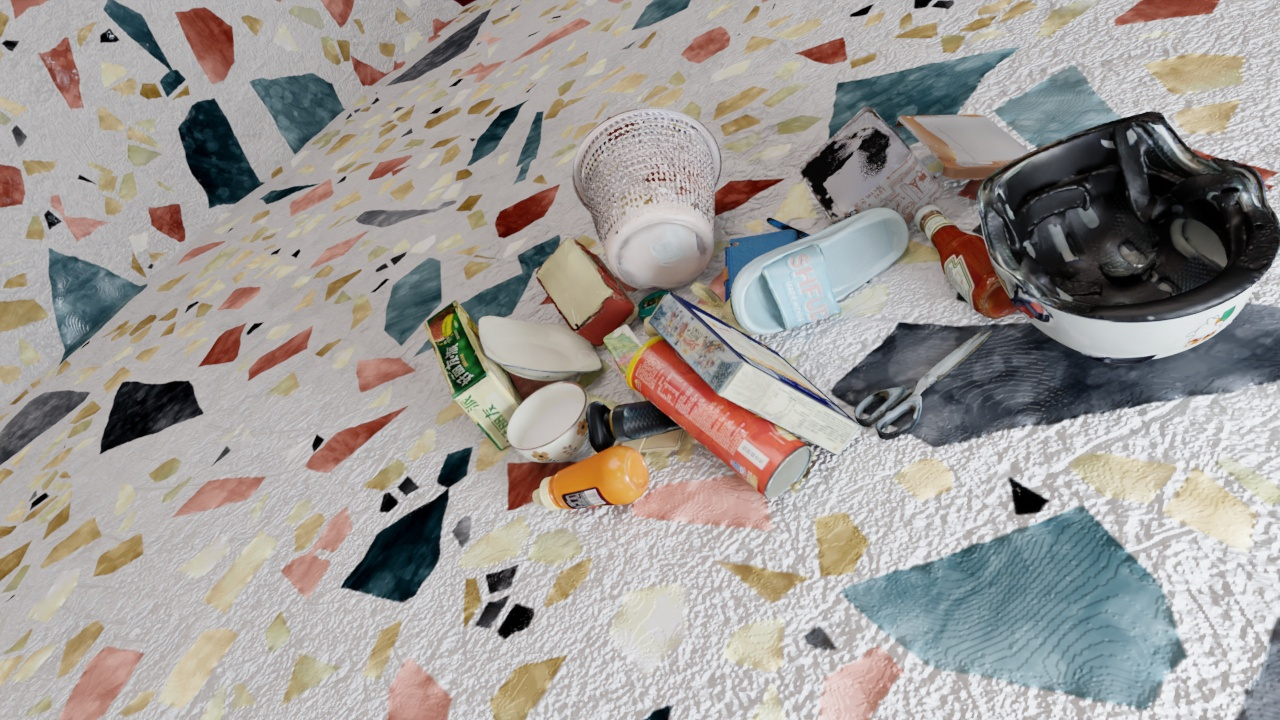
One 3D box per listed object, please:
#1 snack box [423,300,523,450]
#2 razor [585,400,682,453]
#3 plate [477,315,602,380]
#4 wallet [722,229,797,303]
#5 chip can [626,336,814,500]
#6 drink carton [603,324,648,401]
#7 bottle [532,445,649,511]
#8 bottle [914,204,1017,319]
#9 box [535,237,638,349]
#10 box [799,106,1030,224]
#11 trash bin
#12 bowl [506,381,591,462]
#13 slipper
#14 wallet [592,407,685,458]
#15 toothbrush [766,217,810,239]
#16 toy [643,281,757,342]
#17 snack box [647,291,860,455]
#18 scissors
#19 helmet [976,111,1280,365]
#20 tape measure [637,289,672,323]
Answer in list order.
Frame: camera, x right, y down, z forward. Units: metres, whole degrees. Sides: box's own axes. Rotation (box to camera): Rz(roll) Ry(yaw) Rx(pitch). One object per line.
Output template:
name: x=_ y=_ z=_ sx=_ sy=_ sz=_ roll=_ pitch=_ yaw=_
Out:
snack box: x=-0.229 y=0.015 z=1.288 sx=0.063 sy=0.114 sz=0.240 roll=-36 pitch=35 yaw=-2
razor: x=0.021 y=0.065 z=1.065 sx=0.167 sy=0.062 sz=0.067 roll=-11 pitch=-5 yaw=5
plate: x=-0.143 y=-0.011 z=1.273 sx=0.164 sy=0.034 sz=0.163 roll=5 pitch=24 yaw=-18
wallet: x=0.162 y=-0.122 z=1.230 sx=0.106 sy=0.040 sz=0.132 roll=-11 pitch=39 yaw=13
chip can: x=0.080 y=0.058 z=0.980 sx=0.073 sy=0.073 sz=0.216 roll=-42 pitch=57 yaw=-15
drink carton: x=-0.007 y=0.007 z=1.185 sx=0.045 sy=0.053 sz=0.122 roll=-33 pitch=34 yaw=-2
bottle: x=-0.064 y=0.143 z=1.058 sx=0.150 sy=0.067 sz=0.066 roll=-19 pitch=36 yaw=30
bottle: x=0.371 y=-0.122 z=1.055 sx=0.060 sy=0.060 sz=0.205 roll=-26 pitch=35 yaw=8
box: x=-0.083 y=-0.104 z=1.317 sx=0.091 sy=0.079 sz=0.168 roll=-46 pitch=44 yaw=10
box: x=0.354 y=-0.257 z=1.194 sx=0.274 sy=0.126 sz=0.178 roll=-21 pitch=36 yaw=6
trash bin: x=0.019 y=-0.216 z=1.324 sx=0.228 sy=0.227 sz=0.191 roll=-21 pitch=49 yaw=15
bowl: x=-0.104 y=0.088 z=1.152 sx=0.114 sy=0.062 sz=0.113 roll=-21 pitch=35 yaw=15
slipper: x=0.224 y=-0.101 z=1.107 sx=0.245 sy=0.104 sz=0.074 roll=-28 pitch=36 yaw=-6
wallet: x=0.002 y=0.085 z=1.110 sx=0.115 sy=0.024 sz=0.087 roll=-6 pitch=38 yaw=25
toothbrush: x=0.225 y=-0.173 z=1.264 sx=0.014 sy=0.016 sz=0.189 roll=-30 pitch=33 yaw=-12
toy: x=0.078 y=-0.046 z=1.176 sx=0.157 sy=0.066 sz=0.105 roll=-14 pitch=79 yaw=15
snack box: x=0.118 y=0.012 z=0.977 sx=0.046 sy=0.177 sz=0.182 roll=-57 pitch=33 yaw=11
scissors: x=0.299 y=0.017 z=0.977 sx=0.136 sy=0.014 sz=0.174 roll=-2 pitch=45 yaw=34
helmet: x=0.453 y=-0.095 z=0.875 sx=0.230 sy=0.157 sz=0.273 roll=-26 pitch=46 yaw=4
tape measure: x=0.022 y=-0.075 z=1.288 sx=0.054 sy=0.025 sz=0.058 roll=-21 pitch=35 yaw=13
